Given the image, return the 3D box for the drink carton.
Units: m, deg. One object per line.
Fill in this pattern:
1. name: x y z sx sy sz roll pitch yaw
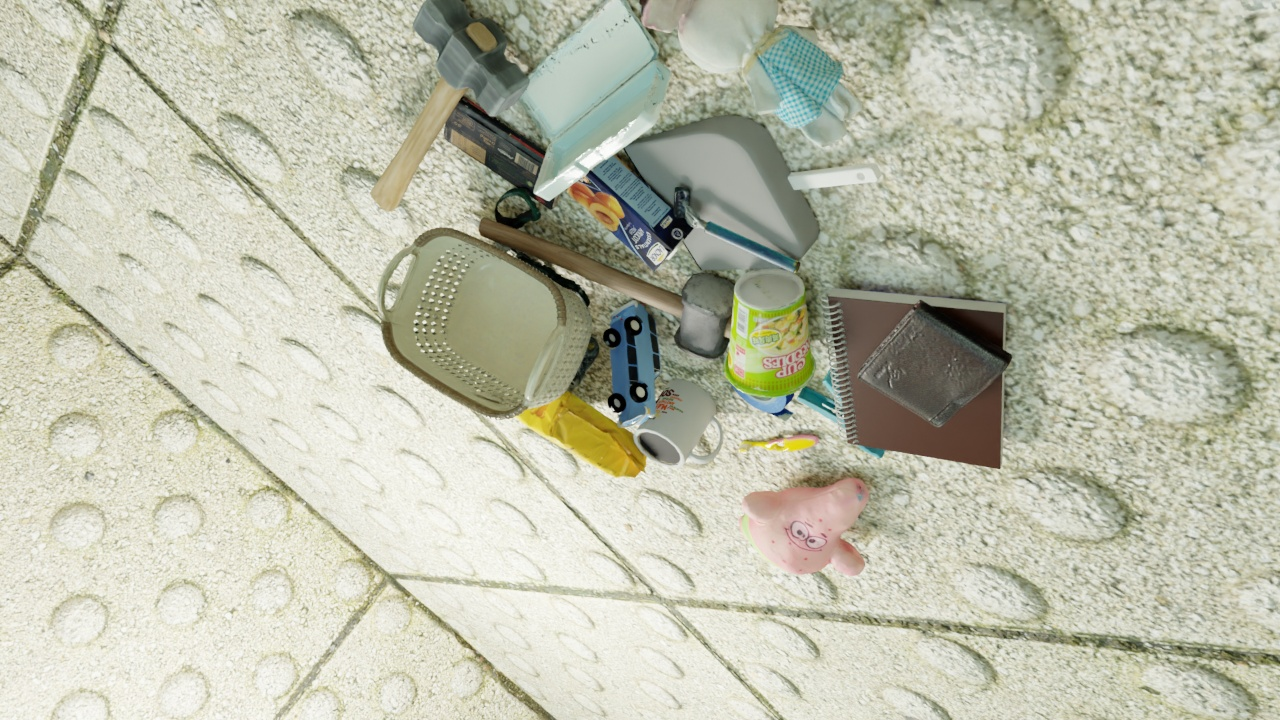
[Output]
1. drink carton: -0.011 -0.156 0.953 0.130 0.040 0.064 42 157 -3

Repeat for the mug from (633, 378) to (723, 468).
1. mug: 0.057 0.088 1.181 0.105 0.089 0.074 28 148 12

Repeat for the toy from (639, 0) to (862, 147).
1. toy: 0.093 -0.250 0.719 0.205 0.131 0.105 38 -179 -20

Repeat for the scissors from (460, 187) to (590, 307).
1. scissors: -0.133 -0.132 1.134 0.204 0.015 0.202 42 155 -14

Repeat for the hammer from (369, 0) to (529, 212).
1. hammer: -0.233 -0.255 1.003 0.117 0.051 0.324 49 142 -6

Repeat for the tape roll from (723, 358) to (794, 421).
1. tape roll: 0.137 0.021 1.065 0.091 0.016 0.093 29 148 35

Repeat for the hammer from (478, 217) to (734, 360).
1. hammer: -0.040 -0.097 1.046 0.328 0.052 0.098 24 147 12

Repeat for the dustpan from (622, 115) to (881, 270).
1. dustpan: 0.111 -0.158 0.863 0.258 0.033 0.163 7 139 52

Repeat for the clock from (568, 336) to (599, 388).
1. clock: -0.103 -0.015 1.232 0.090 0.052 0.130 34 149 3

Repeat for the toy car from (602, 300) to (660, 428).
1. toy car: -0.007 0.006 1.099 0.054 0.153 0.056 11 155 -37

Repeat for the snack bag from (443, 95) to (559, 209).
1. snack bag: -0.153 -0.232 1.021 0.155 0.018 0.075 35 149 2

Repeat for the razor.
1. razor: 0.090 -0.121 0.889 0.144 0.022 0.042 32 156 18

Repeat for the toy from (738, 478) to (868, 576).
1. toy: 0.219 0.216 1.201 0.192 0.096 0.237 31 142 -9

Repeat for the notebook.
1. notebook: 0.275 0.020 0.924 0.172 0.022 0.209 8 136 28

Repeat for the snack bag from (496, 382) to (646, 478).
1. snack bag: -0.104 0.081 1.252 0.159 0.068 0.247 37 172 -33

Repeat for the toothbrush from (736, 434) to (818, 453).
1. toothbrush: 0.172 0.107 1.167 0.136 0.016 0.021 -12 120 51

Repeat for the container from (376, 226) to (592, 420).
1. container: -0.180 -0.044 1.107 0.246 0.185 0.142 29 -170 23

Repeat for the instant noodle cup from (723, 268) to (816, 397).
1. instant noodle cup: 0.134 -0.033 0.951 0.099 0.098 0.108 18 137 26

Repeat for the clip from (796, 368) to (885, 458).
1. clip: 0.247 0.056 1.023 0.127 0.028 0.113 44 150 -12

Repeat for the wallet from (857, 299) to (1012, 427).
1. wallet: 0.275 0.007 0.872 0.099 0.031 0.120 33 142 3

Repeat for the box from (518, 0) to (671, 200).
1. box: -0.055 -0.241 0.869 0.198 0.075 0.125 -21 99 52
